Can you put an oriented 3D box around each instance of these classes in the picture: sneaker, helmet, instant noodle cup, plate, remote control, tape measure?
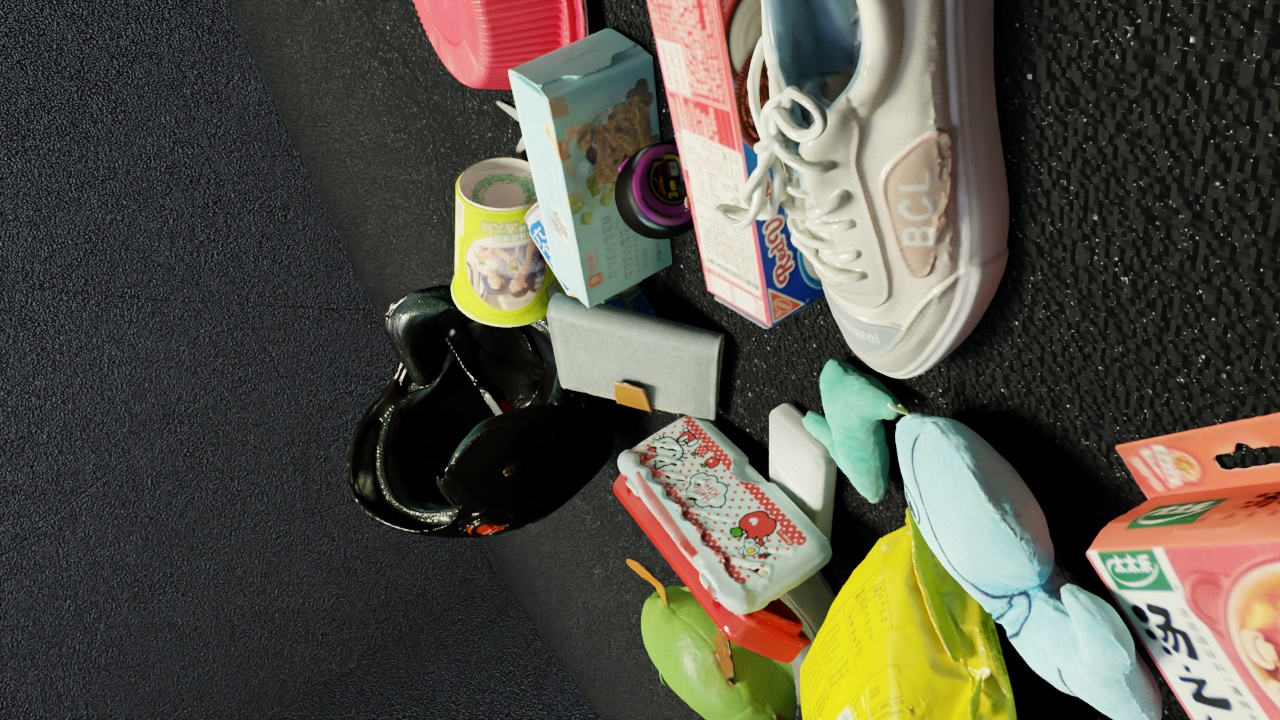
[{"bbox_3d":[0.082,-0.076,0.361,0.089,0.090,0.242,43,155,45],"label":"sneaker"},{"bbox_3d":[-0.158,0.067,0.939,0.230,0.275,0.233,40,-166,-49],"label":"helmet"},{"bbox_3d":[-0.108,-0.256,0.614,0.194,0.065,0.194,51,156,32],"label":"instant noodle cup"},{"bbox_3d":[0.109,0.204,0.780,0.205,0.045,0.205,52,160,27],"label":"plate"},{"bbox_3d":[0.112,0.086,0.635,0.056,0.020,0.136,48,158,37],"label":"remote control"},{"bbox_3d":[0.013,-0.102,0.556,0.057,0.057,0.039,60,163,-8],"label":"tape measure"},{"bbox_3d":[-0.121,-0.113,0.833,0.111,0.111,0.124,48,150,33],"label":"instant noodle cup"}]

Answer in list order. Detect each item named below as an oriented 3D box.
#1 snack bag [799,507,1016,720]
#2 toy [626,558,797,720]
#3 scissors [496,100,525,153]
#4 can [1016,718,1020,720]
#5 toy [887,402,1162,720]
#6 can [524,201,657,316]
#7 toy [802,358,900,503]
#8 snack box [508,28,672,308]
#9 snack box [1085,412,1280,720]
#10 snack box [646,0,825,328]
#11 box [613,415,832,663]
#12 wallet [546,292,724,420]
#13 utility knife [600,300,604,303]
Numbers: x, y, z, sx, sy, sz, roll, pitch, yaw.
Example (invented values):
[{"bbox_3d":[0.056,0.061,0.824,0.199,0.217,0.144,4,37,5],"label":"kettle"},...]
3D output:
[{"bbox_3d":[0.147,0.212,0.536,0.247,0.068,0.157,93,174,-51],"label":"snack bag"},{"bbox_3d":[0.063,0.243,0.749,0.227,0.090,0.247,53,167,-12],"label":"toy"},{"bbox_3d":[-0.078,-0.184,0.746,0.163,0.012,0.163,57,162,13],"label":"scissors"},{"bbox_3d":[0.211,0.264,0.578,0.058,0.058,0.116,51,160,27],"label":"can"},{"bbox_3d":[0.164,0.084,0.418,0.156,0.050,0.161,62,179,0],"label":"toy"},{"bbox_3d":[-0.040,-0.072,0.744,0.134,0.053,0.053,58,162,8],"label":"can"},{"bbox_3d":[0.121,0.039,0.530,0.096,0.030,0.092,44,154,55],"label":"toy"},{"bbox_3d":[-0.028,-0.121,0.606,0.051,0.074,0.175,45,157,37],"label":"snack box"},{"bbox_3d":[0.221,0.085,0.308,0.127,0.044,0.113,59,162,6],"label":"snack box"},{"bbox_3d":[0.051,-0.117,0.437,0.058,0.057,0.208,36,150,47],"label":"snack box"},{"bbox_3d":[0.060,0.112,0.661,0.095,0.098,0.201,32,-173,-35],"label":"box"},{"bbox_3d":[-0.004,0.004,0.690,0.130,0.036,0.107,14,145,12],"label":"wallet"},{"bbox_3d":[-0.039,-0.103,0.687,0.029,0.013,0.187,13,116,48],"label":"utility knife"}]
